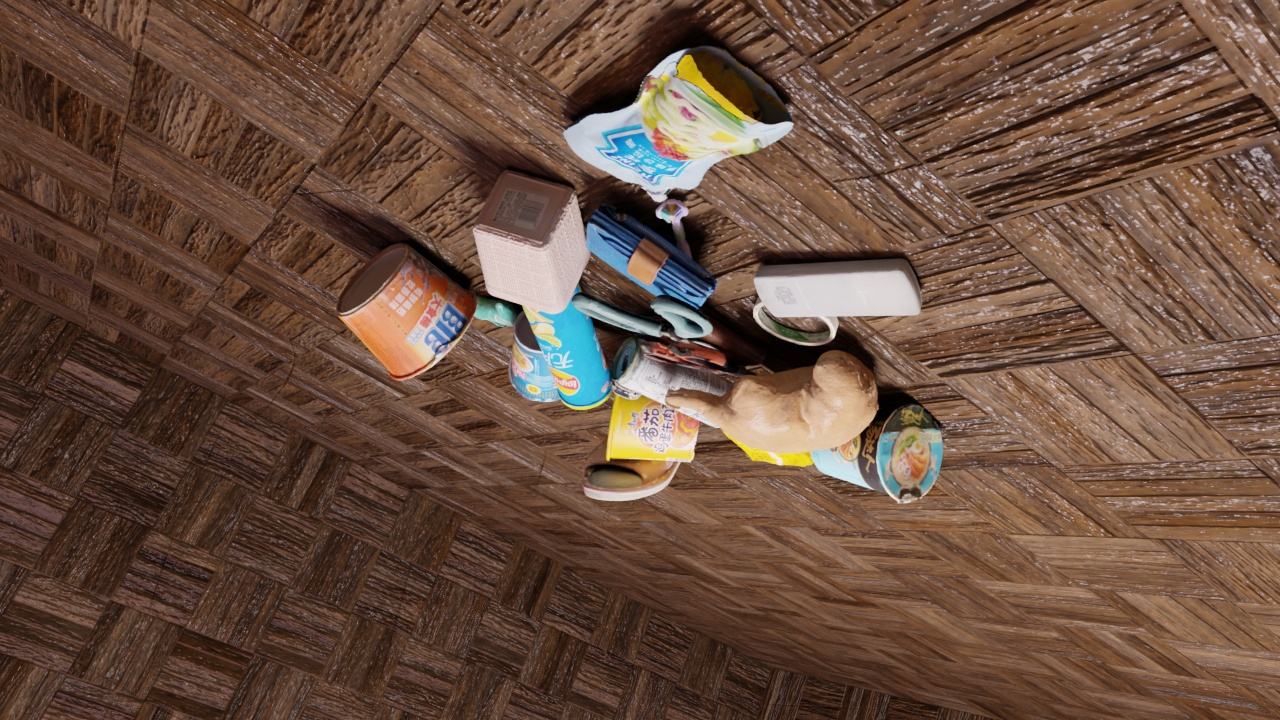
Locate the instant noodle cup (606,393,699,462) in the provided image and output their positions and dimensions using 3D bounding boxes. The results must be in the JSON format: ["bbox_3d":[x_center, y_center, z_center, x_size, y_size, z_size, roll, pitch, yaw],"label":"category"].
[{"bbox_3d":[0.020,0.066,1.161,0.110,0.137,0.138,8,158,1],"label":"instant noodle cup"}]

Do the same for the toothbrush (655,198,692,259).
[{"bbox_3d":[0.044,-0.098,0.894,0.029,0.021,0.189,-2,156,10],"label":"toothbrush"}]

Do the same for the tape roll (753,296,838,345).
[{"bbox_3d":[0.156,-0.042,0.925,0.086,0.013,0.086,20,159,8],"label":"tape roll"}]

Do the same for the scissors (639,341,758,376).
[{"bbox_3d":[0.104,0.009,1.012,0.207,0.015,0.193,10,171,7],"label":"scissors"}]

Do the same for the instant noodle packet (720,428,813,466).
[{"bbox_3d":[0.173,0.100,1.208,0.111,0.044,0.128,2,155,28],"label":"instant noodle packet"}]

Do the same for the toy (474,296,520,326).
[{"bbox_3d":[-0.190,-0.063,1.198,0.092,0.030,0.096,16,166,30],"label":"toy"}]

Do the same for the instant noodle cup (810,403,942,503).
[{"bbox_3d":[0.262,0.101,1.052,0.111,0.111,0.121,36,161,-31],"label":"instant noodle cup"}]

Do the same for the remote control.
[{"bbox_3d":[0.176,-0.065,0.829,0.150,0.021,0.058,2,141,37],"label":"remote control"}]

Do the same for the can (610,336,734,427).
[{"bbox_3d":[0.042,0.026,1.060,0.146,0.058,0.058,25,160,-22],"label":"can"}]

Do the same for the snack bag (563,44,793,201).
[{"bbox_3d":[0.022,-0.175,0.710,0.110,0.038,0.191,20,163,-27],"label":"snack bag"}]

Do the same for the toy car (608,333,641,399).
[{"bbox_3d":[-0.007,0.006,1.097,0.042,0.090,0.035,21,144,2],"label":"toy car"}]

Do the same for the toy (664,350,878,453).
[{"bbox_3d":[0.142,0.052,0.991,0.226,0.082,0.143,-12,134,16],"label":"toy"}]

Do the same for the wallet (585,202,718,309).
[{"bbox_3d":[0.007,-0.092,0.882,0.133,0.040,0.106,33,171,0],"label":"wallet"}]

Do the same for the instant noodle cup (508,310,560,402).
[{"bbox_3d":[-0.123,-0.015,1.170,0.099,0.099,0.110,19,151,8],"label":"instant noodle cup"}]

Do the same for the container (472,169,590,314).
[{"bbox_3d":[-0.108,-0.119,0.903,0.090,0.090,0.111,18,155,11],"label":"container"}]

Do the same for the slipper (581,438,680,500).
[{"bbox_3d":[0.001,0.125,1.256,0.114,0.054,0.273,4,-166,21],"label":"slipper"}]

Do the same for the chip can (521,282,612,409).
[{"bbox_3d":[-0.086,-0.034,1.047,0.071,0.071,0.210,13,145,24],"label":"chip can"}]

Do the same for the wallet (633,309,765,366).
[{"bbox_3d":[0.066,-0.020,1.048,0.101,0.032,0.125,33,157,-33],"label":"wallet"}]

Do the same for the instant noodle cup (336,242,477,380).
[{"bbox_3d":[-0.296,-0.067,1.144,0.152,0.151,0.111,-2,140,47],"label":"instant noodle cup"}]

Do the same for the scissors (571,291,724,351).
[{"bbox_3d":[0.004,-0.044,0.942,0.180,0.019,0.170,14,170,15],"label":"scissors"}]
